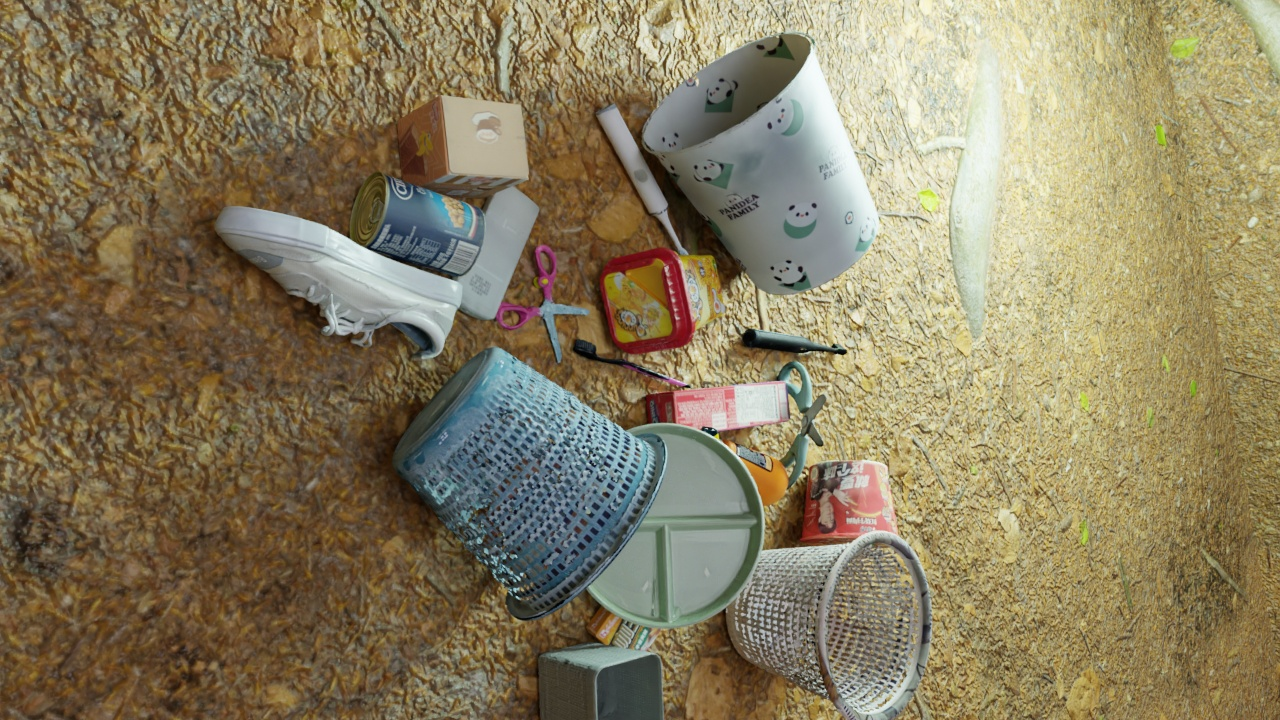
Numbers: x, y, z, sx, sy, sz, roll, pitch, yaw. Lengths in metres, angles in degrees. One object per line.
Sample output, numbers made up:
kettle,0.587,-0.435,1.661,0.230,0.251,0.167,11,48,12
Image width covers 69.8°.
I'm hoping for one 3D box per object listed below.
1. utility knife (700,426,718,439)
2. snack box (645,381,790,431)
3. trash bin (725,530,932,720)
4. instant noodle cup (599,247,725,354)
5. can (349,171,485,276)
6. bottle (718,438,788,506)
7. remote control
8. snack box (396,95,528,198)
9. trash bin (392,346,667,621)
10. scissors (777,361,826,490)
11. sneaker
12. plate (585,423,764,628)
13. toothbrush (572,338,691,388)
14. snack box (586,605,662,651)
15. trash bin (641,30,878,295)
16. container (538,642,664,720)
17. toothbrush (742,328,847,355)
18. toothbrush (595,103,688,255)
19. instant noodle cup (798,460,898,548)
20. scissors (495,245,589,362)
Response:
utility knife,0.092,0.181,1.140,0.033,0.015,0.231,-24,119,-31
snack box,0.102,0.062,1.164,0.207,0.057,0.058,-3,87,-40
trash bin,0.224,0.323,1.156,0.227,0.193,0.227,4,83,-41
instant noodle cup,0.032,-0.075,1.087,0.123,0.116,0.116,-19,99,-52
can,-0.215,-0.130,0.896,0.111,0.075,0.075,15,77,-39
bottle,0.121,0.134,1.175,0.149,0.067,0.066,30,68,-27
remote control,-0.157,-0.117,0.979,0.058,0.021,0.149,34,65,-34
snack box,-0.179,-0.211,0.921,0.092,0.095,0.077,-5,90,-40
trash bin,-0.119,0.101,0.888,0.195,0.227,0.226,43,60,-15
scissors,0.203,0.085,1.228,0.019,0.175,0.169,9,37,-15
sneaker,-0.275,-0.062,0.838,0.242,0.090,0.090,22,76,-44
plate,0.027,0.186,1.044,0.230,0.027,0.230,2,78,-10
toothbrush,-0.007,0.006,1.105,0.189,0.014,0.017,19,62,-39
snack box,0.010,0.271,1.068,0.153,0.026,0.075,-52,120,-15
trash bin,0.162,-0.233,1.142,0.252,0.230,0.229,53,56,-32
container,-0.047,0.353,0.975,0.090,0.114,0.090,1,86,-40
toothbrush,0.225,-0.023,1.297,0.212,0.027,0.026,5,127,-41
toothbrush,0.009,-0.210,1.126,0.221,0.027,0.026,60,20,-20
instant noodle cup,0.287,0.199,1.267,0.137,0.138,0.108,17,68,-39
scissors,-0.109,-0.060,1.022,0.135,0.017,0.133,-21,104,-43
